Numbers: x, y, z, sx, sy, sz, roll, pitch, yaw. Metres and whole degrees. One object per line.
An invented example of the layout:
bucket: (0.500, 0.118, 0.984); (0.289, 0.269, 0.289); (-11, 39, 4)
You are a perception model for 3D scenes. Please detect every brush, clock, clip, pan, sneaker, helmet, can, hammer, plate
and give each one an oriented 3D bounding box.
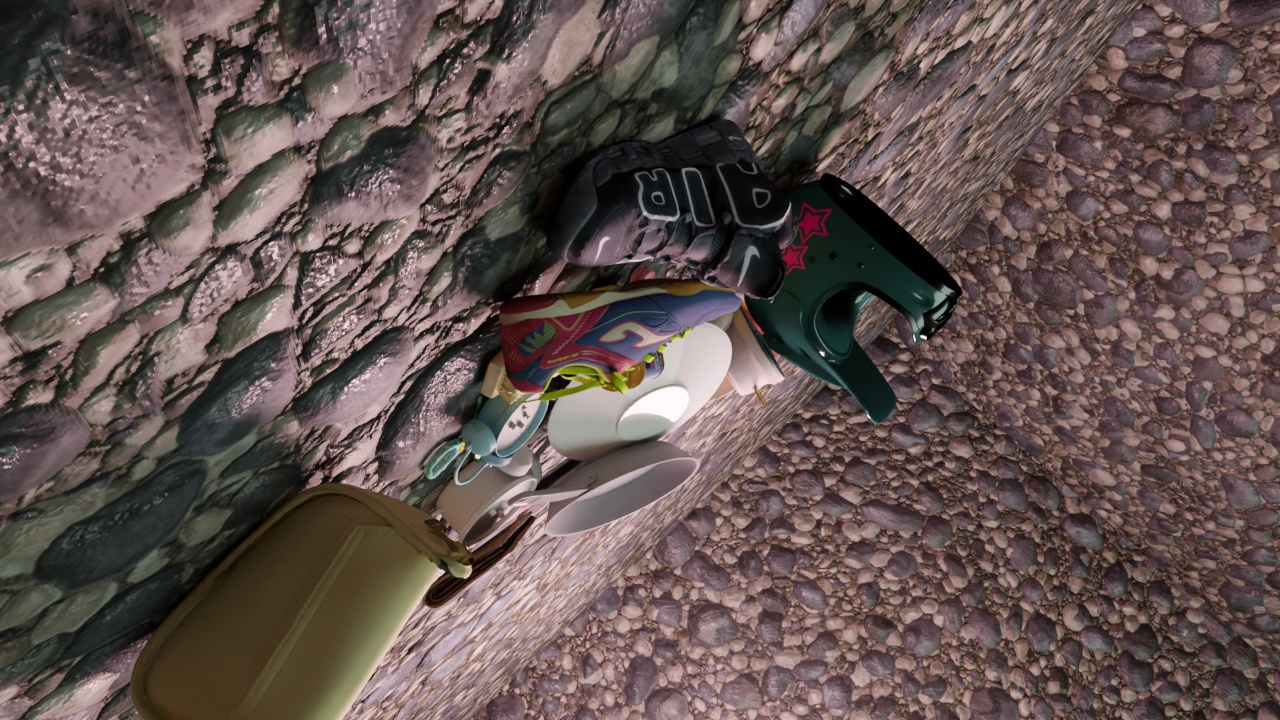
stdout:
brush: (-0.091, -0.003, 0.835); (0.116, 0.039, 0.049); (-31, 161, -38)
clock: (-0.133, 0.070, 0.871); (0.123, 0.042, 0.087); (-52, 162, -10)
clip: (-0.007, -0.072, 0.932); (0.023, 0.044, 0.060); (-33, 132, -51)
pan: (-0.056, 0.142, 1.025); (0.201, 0.050, 0.356); (-32, 159, 16)
sneaker: (-0.010, -0.021, 0.789); (0.241, 0.091, 0.116); (-11, -172, -33)
sneaker: (0.043, -0.097, 0.728); (0.251, 0.151, 0.097); (-30, 160, -46)
helmet: (0.234, -0.074, 1.088); (0.201, 0.274, 0.176); (-51, 157, 25)
can: (-0.015, -0.023, 0.882); (0.054, 0.100, 0.059); (-9, -178, 23)
clock: (-0.152, 0.135, 0.999); (0.159, 0.061, 0.120); (-43, 166, -9)
hammer: (-0.135, 0.168, 1.106); (0.326, 0.036, 0.140); (-36, 165, -6)
plate: (0.008, 0.048, 1.011); (0.229, 0.030, 0.230); (-23, 147, -16)
clock: (0.112, -0.028, 1.115); (0.059, 0.158, 0.116); (-33, -168, 9)

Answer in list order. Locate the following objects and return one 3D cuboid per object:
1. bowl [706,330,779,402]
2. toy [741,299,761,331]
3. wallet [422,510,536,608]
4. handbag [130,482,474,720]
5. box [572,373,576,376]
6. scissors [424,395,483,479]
bowl: (0.133, -0.012, 1.352); (0.177, 0.058, 0.176); (-35, -169, 7)
toy: (0.155, -0.074, 1.244); (0.216, 0.099, 0.148); (-38, 172, -13)
wallet: (-0.174, 0.215, 0.999); (0.121, 0.027, 0.098); (-38, -179, 16)
handbag: (-0.248, 0.199, 0.692); (0.232, 0.191, 0.088); (-56, 151, -12)
box: (0.007, 0.019, 1.120); (0.170, 0.070, 0.244); (-45, 166, -8)
scissors: (-0.164, 0.073, 0.893); (0.129, 0.011, 0.126); (-39, 159, -31)
